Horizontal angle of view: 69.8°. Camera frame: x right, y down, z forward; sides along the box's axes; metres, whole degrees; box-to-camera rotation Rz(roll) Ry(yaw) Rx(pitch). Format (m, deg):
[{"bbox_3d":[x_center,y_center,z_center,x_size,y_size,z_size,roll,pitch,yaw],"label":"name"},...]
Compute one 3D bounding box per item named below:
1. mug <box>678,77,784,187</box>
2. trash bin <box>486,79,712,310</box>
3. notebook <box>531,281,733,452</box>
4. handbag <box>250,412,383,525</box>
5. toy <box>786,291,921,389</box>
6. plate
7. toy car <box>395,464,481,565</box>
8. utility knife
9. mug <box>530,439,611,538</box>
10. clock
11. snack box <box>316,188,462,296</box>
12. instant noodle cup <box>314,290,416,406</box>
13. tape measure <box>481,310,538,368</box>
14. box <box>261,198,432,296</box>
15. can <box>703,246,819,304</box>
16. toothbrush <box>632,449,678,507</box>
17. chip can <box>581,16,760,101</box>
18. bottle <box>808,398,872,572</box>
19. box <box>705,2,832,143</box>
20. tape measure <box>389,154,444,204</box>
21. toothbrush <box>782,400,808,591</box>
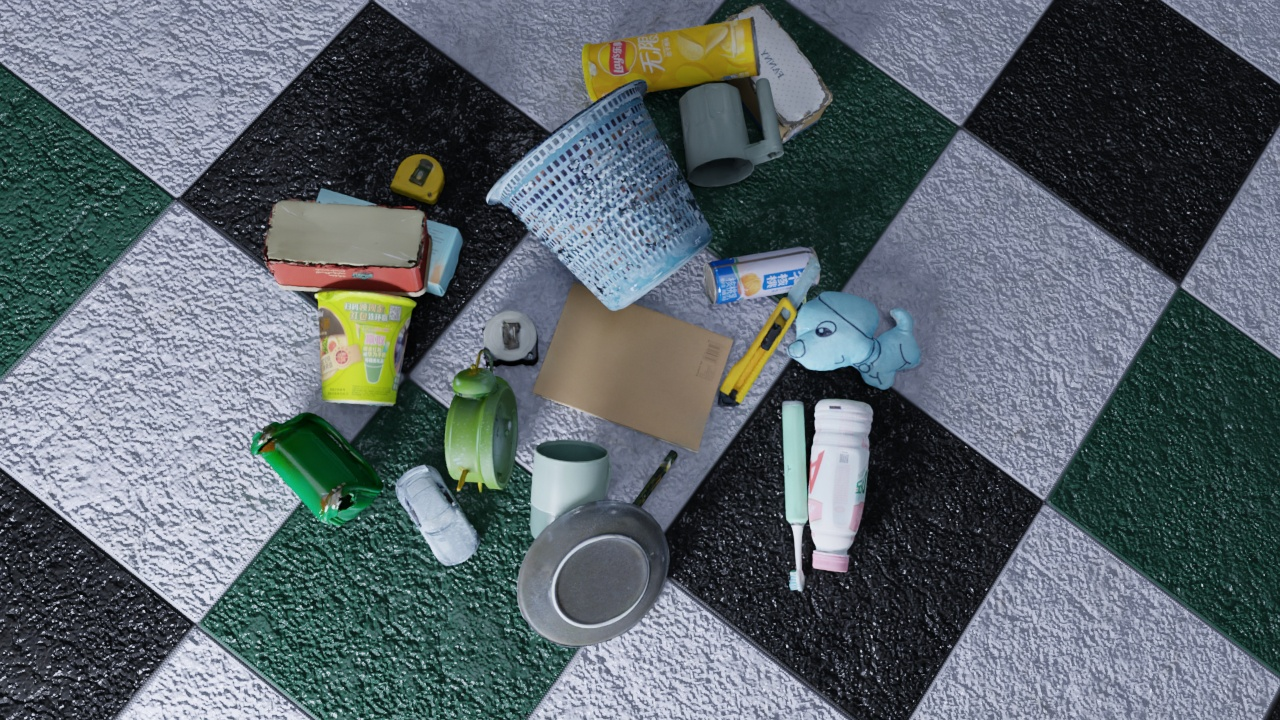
[{"bbox_3d":[0.111,-0.284,1.135,0.124,0.083,0.103,-14,75,25],"label":"mug"},{"bbox_3d":[-0.031,-0.174,1.057,0.226,0.227,0.195,-38,96,-12],"label":"trash bin"},{"bbox_3d":[-0.007,0.006,1.109,0.211,0.012,0.149,20,76,-1],"label":"notebook"},{"bbox_3d":[-0.351,0.117,0.998,0.068,0.120,0.131,-44,87,-7],"label":"handbag"},{"bbox_3d":[0.259,-0.030,1.123,0.161,0.050,0.156,-36,88,-13],"label":"toy"},{"bbox_3d":[-0.046,0.238,1.002,0.179,0.024,0.179,-7,108,-22],"label":"plate"},{"bbox_3d":[-0.230,0.175,1.040,0.054,0.037,0.120,-33,86,-12],"label":"toy car"},{"bbox_3d":[0.156,-0.033,1.104,0.033,0.015,0.215,32,92,-8],"label":"utility knife"},{"bbox_3d":[-0.072,0.148,1.033,0.082,0.111,0.106,12,104,33],"label":"mug"},{"bbox_3d":[-0.176,0.068,1.028,0.056,0.116,0.161,2,80,5],"label":"clock"},{"bbox_3d":[-0.306,-0.139,1.090,0.175,0.052,0.074,17,76,-2],"label":"snack box"},{"bbox_3d":[-0.314,-0.010,1.039,0.111,0.112,0.123,3,85,-5],"label":"instant noodle cup"},{"bbox_3d":[-0.155,-0.026,1.090,0.065,0.034,0.066,-4,79,-8],"label":"tape measure"},{"bbox_3d":[-0.320,-0.130,1.011,0.168,0.077,0.091,3,63,-5],"label":"box"},{"bbox_3d":[0.148,-0.105,1.126,0.134,0.053,0.053,-10,79,-8],"label":"can"},{"bbox_3d":[-0.013,0.180,1.068,0.012,0.017,0.185,35,77,10],"label":"toothbrush"},{"bbox_3d":[0.038,-0.370,1.132,0.213,0.072,0.072,-6,78,12],"label":"chip can"},{"bbox_3d":[0.231,0.146,1.075,0.068,0.068,0.196,8,81,-4],"label":"bottle"},{"bbox_3d":[0.160,-0.374,1.182,0.089,0.061,0.184,-32,81,-12],"label":"box"},{"bbox_3d":[-0.270,-0.224,1.124,0.060,0.029,0.057,20,76,-1],"label":"tape measure"},{"bbox_3d":[0.185,0.158,1.088,0.026,0.027,0.224,12,73,-44],"label":"toothbrush"}]
